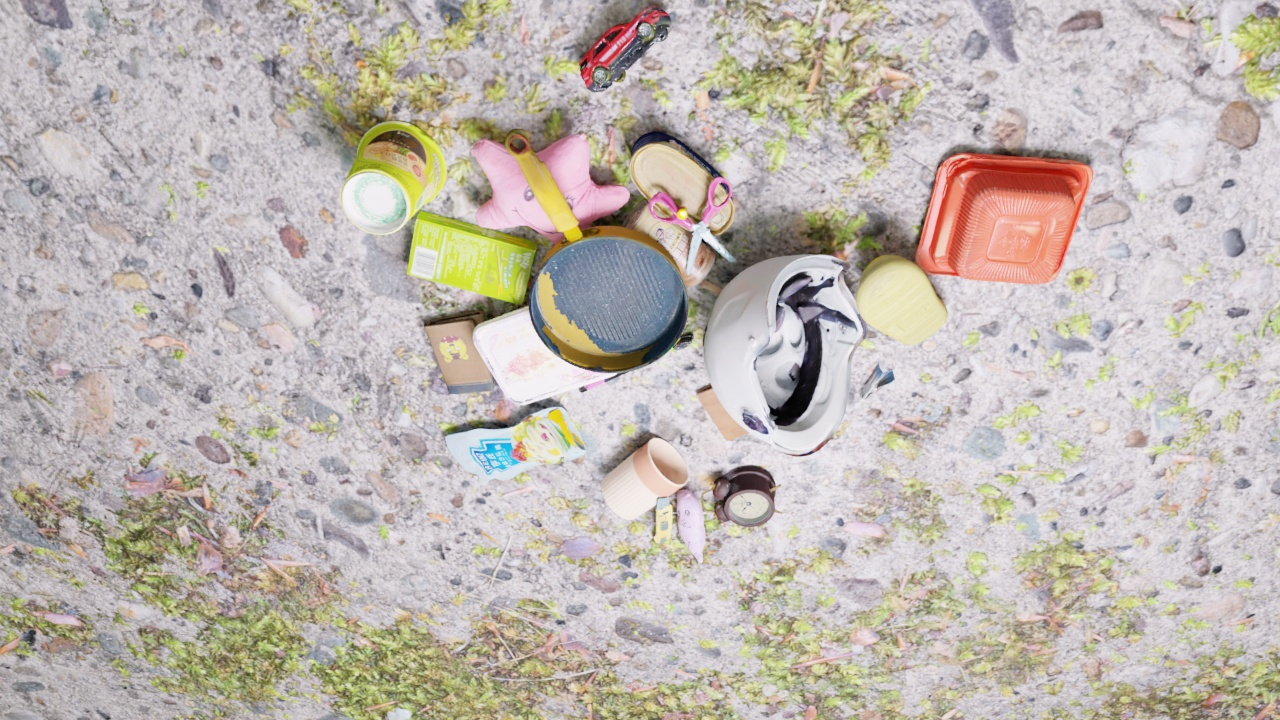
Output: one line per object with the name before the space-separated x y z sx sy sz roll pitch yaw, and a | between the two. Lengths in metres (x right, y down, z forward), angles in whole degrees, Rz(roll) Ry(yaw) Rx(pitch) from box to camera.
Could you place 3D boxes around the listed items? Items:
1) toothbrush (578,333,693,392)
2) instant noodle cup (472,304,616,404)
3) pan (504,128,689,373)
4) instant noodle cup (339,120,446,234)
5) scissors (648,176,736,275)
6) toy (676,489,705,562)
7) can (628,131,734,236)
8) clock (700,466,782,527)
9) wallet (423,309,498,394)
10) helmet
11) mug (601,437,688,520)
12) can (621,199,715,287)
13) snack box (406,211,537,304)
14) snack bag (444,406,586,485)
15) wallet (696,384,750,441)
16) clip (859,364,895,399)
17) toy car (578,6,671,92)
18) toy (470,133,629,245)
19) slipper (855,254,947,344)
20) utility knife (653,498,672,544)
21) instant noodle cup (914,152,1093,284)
toothbrush | -0.008 0.008 1.283 0.189 0.017 0.014 -26 121 20
instant noodle cup | -0.123 -0.027 1.239 0.174 0.060 0.138 -19 121 13
pan | -0.068 -0.124 1.084 0.198 0.078 0.358 -18 123 12
instant noodle cup | -0.297 -0.209 1.086 0.112 0.123 0.112 1 123 1
scissors | 0.075 -0.165 1.103 0.133 0.017 0.131 39 113 -20
toy | 0.075 0.244 1.403 0.039 0.084 0.108 -17 122 -15
can | 0.051 -0.214 1.112 0.148 0.049 0.075 35 118 -19
clock | 0.152 0.207 1.386 0.122 0.055 0.082 -3 124 7
wallet | -0.241 -0.010 1.273 0.090 0.033 0.115 -9 119 10
helmet | 0.166 -0.013 1.164 0.146 0.228 0.259 19 143 40
mug | 0.015 0.180 1.367 0.106 0.081 0.114 -40 143 26
can | 0.034 -0.146 1.153 0.116 0.058 0.059 35 118 -19
snack box | -0.219 -0.132 1.192 0.156 0.026 0.086 14 123 -7
snack bag | -0.185 0.128 1.360 0.191 0.038 0.110 -18 132 15
wallet | 0.152 0.061 1.311 0.115 0.020 0.101 -22 121 20
clip | 0.326 0.033 1.282 0.045 0.027 0.058 21 126 -20
toy car | -0.019 -0.350 1.023 0.121 0.052 0.045 -35 91 27
toy | -0.114 -0.209 1.104 0.194 0.074 0.179 21 131 -17
slipper | 0.325 -0.083 1.173 0.092 0.081 0.190 -40 141 17
utility knife | 0.033 0.244 1.400 0.031 0.020 0.188 -20 146 -11
instant noodle cup | 0.443 -0.162 1.113 0.189 0.079 0.165 4 122 2
